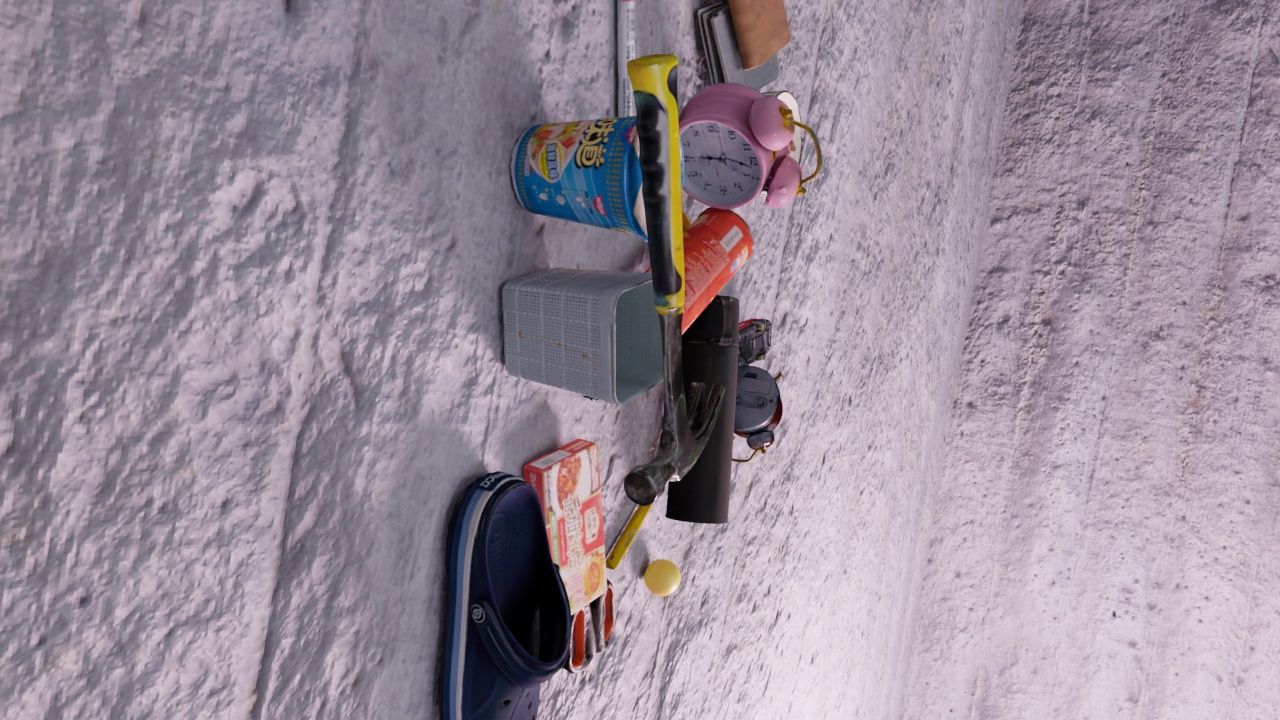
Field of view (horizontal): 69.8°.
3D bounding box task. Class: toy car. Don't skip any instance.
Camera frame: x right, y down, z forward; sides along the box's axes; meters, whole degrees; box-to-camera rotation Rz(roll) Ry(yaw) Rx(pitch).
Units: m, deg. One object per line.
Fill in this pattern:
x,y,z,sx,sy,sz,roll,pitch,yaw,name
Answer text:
0.115,-0.017,1.100,0.120,0.045,0.053,-25,119,-50,toy car

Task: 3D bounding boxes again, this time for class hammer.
0.021,-0.059,0.686,0.125,0.032,0.324,-37,129,-52,hammer

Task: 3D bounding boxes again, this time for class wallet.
0.104,-0.337,0.982,0.129,0.037,0.107,-43,125,-46,wallet
0.124,-0.368,0.960,0.115,0.020,0.101,-46,127,-48,wallet

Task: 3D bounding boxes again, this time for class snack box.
-0.066,0.153,0.824,0.075,0.025,0.153,-22,116,-48,snack box

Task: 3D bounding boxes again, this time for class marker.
-0.012,-0.252,0.816,0.017,0.017,0.145,-28,123,-56,marker

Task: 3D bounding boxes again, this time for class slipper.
-0.098,0.214,0.734,0.104,0.095,0.253,-13,107,-57,slipper

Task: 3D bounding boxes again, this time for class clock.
0.129,0.064,1.115,0.055,0.082,0.121,50,53,-63,clock
0.100,-0.203,0.891,0.059,0.159,0.117,-58,144,-40,clock

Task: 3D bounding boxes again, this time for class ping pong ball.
0.024,0.241,1.021,0.040,0.040,0.040,-28,123,-56,ping pong ball

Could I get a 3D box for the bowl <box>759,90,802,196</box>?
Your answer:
0.131,-0.243,1.033,0.116,0.066,0.116,-25,120,-57,bowl

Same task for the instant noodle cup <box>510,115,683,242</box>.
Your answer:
-0.036,-0.146,0.708,0.099,0.110,0.099,-29,124,-57,instant noodle cup

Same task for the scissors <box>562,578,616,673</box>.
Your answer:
-0.055,0.200,0.880,0.139,0.022,0.235,-52,142,-41,scissors

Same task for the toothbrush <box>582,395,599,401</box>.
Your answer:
-0.005,0.005,0.918,0.191,0.018,0.016,-33,127,-57,toothbrush

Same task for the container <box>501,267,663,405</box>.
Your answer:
-0.045,-0.026,0.730,0.090,0.112,0.090,-28,123,-56,container

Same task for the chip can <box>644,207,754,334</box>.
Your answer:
0.032,-0.067,0.882,0.215,0.073,0.073,-49,139,-37,chip can

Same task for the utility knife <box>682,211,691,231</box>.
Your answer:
0.061,-0.116,0.998,0.176,0.015,0.033,46,62,-57,utility knife

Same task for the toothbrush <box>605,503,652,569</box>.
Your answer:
0.009,0.145,0.988,0.189,0.016,0.017,-56,139,-37,toothbrush

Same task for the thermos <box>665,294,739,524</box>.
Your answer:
0.070,0.051,0.983,0.090,0.068,0.242,170,-76,-82,thermos
